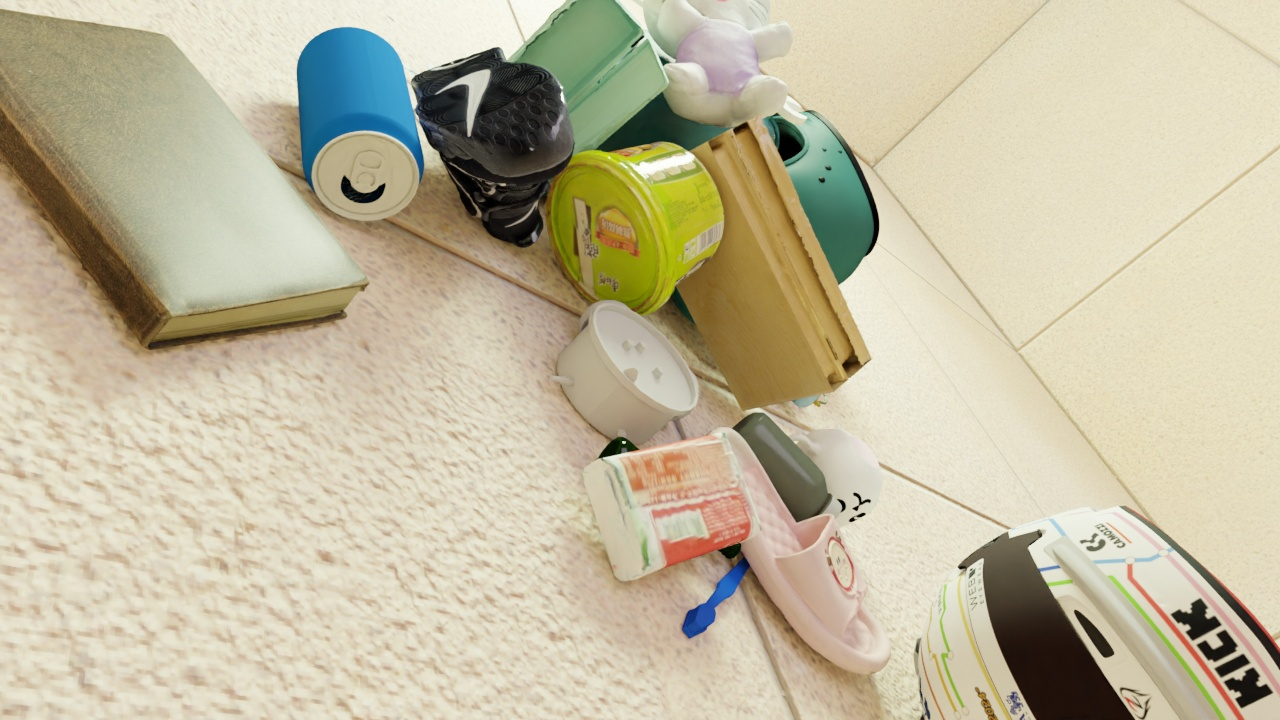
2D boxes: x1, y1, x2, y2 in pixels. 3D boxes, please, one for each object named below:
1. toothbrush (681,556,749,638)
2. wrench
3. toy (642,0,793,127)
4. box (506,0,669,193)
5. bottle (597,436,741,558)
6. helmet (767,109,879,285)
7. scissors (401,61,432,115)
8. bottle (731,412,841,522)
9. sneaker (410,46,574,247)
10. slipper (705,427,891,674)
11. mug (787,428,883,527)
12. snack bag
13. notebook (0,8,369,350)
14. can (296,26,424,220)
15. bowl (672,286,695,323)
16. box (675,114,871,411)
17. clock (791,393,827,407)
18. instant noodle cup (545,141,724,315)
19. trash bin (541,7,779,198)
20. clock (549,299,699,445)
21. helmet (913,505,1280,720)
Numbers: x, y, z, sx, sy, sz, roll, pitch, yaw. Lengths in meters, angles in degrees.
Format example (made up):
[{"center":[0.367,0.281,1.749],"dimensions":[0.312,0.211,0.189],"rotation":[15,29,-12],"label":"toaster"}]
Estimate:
[{"center":[0.069,0.156,0.663],"dimensions":[0.016,0.011,0.186],"rotation":[50,23,9],"label":"toothbrush"},{"center":[0.066,-0.337,0.981],"dimensions":[0.273,0.009,0.047],"rotation":[36,34,-2],"label":"wrench"},{"center":[0.072,-0.300,0.871],"dimensions":[0.137,0.086,0.208],"rotation":[4,51,-8],"label":"toy"},{"center":[-0.075,-0.232,0.814],"dimensions":[0.078,0.188,0.112],"rotation":[22,41,-50],"label":"box"},{"center":[0.023,0.101,0.649],"dimensions":[0.123,0.033,0.033],"rotation":[39,24,-17],"label":"bottle"},{"center":[0.160,-0.202,1.164],"dimensions":[0.177,0.200,0.274],"rotation":[118,-49,-69],"label":"helmet"},{"center":[-0.194,-0.250,0.874],"dimensions":[0.127,0.014,0.126],"rotation":[43,25,-10],"label":"scissors"},{"center":[0.117,0.098,0.777],"dimensions":[0.108,0.060,0.060],"rotation":[46,23,-1],"label":"bottle"},{"center":[-0.105,-0.148,0.718],"dimensions":[0.252,0.097,0.151],"rotation":[50,-17,56],"label":"sneaker"},{"center":[0.120,0.143,0.701],"dimensions":[0.221,0.056,0.106],"rotation":[54,23,2],"label":"slipper"},{"center":[0.165,0.099,0.835],"dimensions":[0.124,0.076,0.090],"rotation":[31,27,-31],"label":"mug"},{"center":[0.022,0.093,0.602],"dimensions":[0.115,0.036,0.077],"rotation":[-8,72,-42],"label":"snack bag"},{"center":[-0.271,-0.100,0.478],"dimensions":[0.215,0.035,0.189],"rotation":[50,25,8],"label":"notebook"},{"center":[-0.201,-0.171,0.652],"dimensions":[0.079,0.079,0.146],"rotation":[25,31,-40],"label":"can"},{"center":[0.070,-0.070,0.985],"dimensions":[0.121,0.046,0.121],"rotation":[37,25,-21],"label":"bowl"},{"center":[0.100,-0.082,0.855],"dimensions":[0.091,0.128,0.249],"rotation":[-34,102,-28],"label":"box"},{"center":[0.158,0.006,1.006],"dimensions":[0.124,0.052,0.088],"rotation":[40,22,-14],"label":"clock"},{"center":[-0.002,-0.120,0.794],"dimensions":[0.097,0.147,0.146],"rotation":[-33,78,-37],"label":"instant noodle cup"},{"center":[-0.013,-0.246,0.969],"dimensions":[0.218,0.200,0.196],"rotation":[5,46,-48],"label":"trash bin"},{"center":[-0.005,0.004,0.723],"dimensions":[0.120,0.061,0.158],"rotation":[45,24,-2],"label":"clock"},{"center":[0.322,0.236,0.673],"dimensions":[0.231,0.236,0.314],"rotation":[59,19,20],"label":"helmet"}]
